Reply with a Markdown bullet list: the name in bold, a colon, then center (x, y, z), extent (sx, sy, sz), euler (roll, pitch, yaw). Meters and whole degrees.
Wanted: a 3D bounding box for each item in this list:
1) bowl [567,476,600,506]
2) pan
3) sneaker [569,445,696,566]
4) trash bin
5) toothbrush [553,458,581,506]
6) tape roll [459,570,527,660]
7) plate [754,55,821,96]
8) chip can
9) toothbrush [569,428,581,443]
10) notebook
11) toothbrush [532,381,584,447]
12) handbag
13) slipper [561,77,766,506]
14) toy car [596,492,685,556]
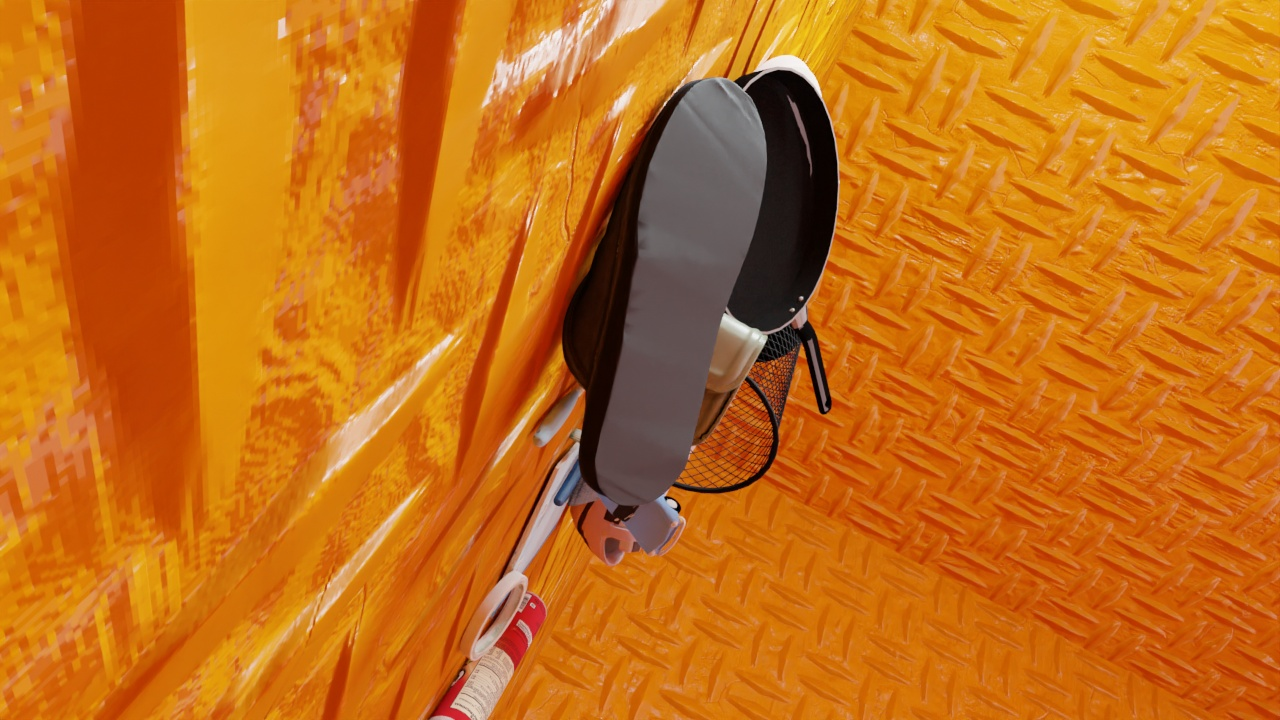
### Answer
- **bowl**: center (-0.033, 0.126, 1.112), extent (0.137, 0.057, 0.137), euler (31, 85, -87)
- **pan**: center (0.128, -0.086, 0.834), extent (0.224, 0.034, 0.357), euler (-49, 134, -33)
- **sneaker**: center (0.007, 0.161, 1.195), extent (0.295, 0.111, 0.116), euler (-51, -134, 29)
- **trash bin**: center (0.081, 0.000, 0.958), extent (0.209, 0.184, 0.185), euler (-57, 173, -47)
- **toothbrush**: center (-0.051, 0.091, 0.968), extent (0.014, 0.014, 0.167), euler (94, 19, -45)
- **tape roll**: center (-0.141, 0.247, 0.888), extent (0.092, 0.013, 0.093), euler (-54, 164, -24)
- **plate**: center (0.128, -0.198, 0.886), extent (0.181, 0.034, 0.183), euler (-37, 143, -34)
- **chip can**: center (-0.162, 0.331, 0.989), extent (0.052, 0.052, 0.214), euler (-66, 175, 27)
- **toothbrush**: center (-0.048, 0.057, 0.948), extent (0.135, 0.017, 0.022), euler (-58, 173, -68)
- **notebook**: center (-0.094, 0.155, 1.011), extent (0.181, 0.009, 0.253), euler (-65, 176, 15)
- **toothbrush**: center (-0.055, 0.034, 0.723), extent (0.022, 0.016, 0.154), euler (-24, -169, 21)
- **handbag**: center (0.019, -0.003, 0.696), extent (0.106, 0.122, 0.067), euler (-61, 174, 8)
- **slipper**: center (0.000, -0.048, 0.578), extent (0.108, 0.084, 0.265), euler (11, 94, -46)
- **toy car**: center (-0.012, 0.140, 0.985), extent (0.054, 0.153, 0.056), euler (6, 126, -47)
